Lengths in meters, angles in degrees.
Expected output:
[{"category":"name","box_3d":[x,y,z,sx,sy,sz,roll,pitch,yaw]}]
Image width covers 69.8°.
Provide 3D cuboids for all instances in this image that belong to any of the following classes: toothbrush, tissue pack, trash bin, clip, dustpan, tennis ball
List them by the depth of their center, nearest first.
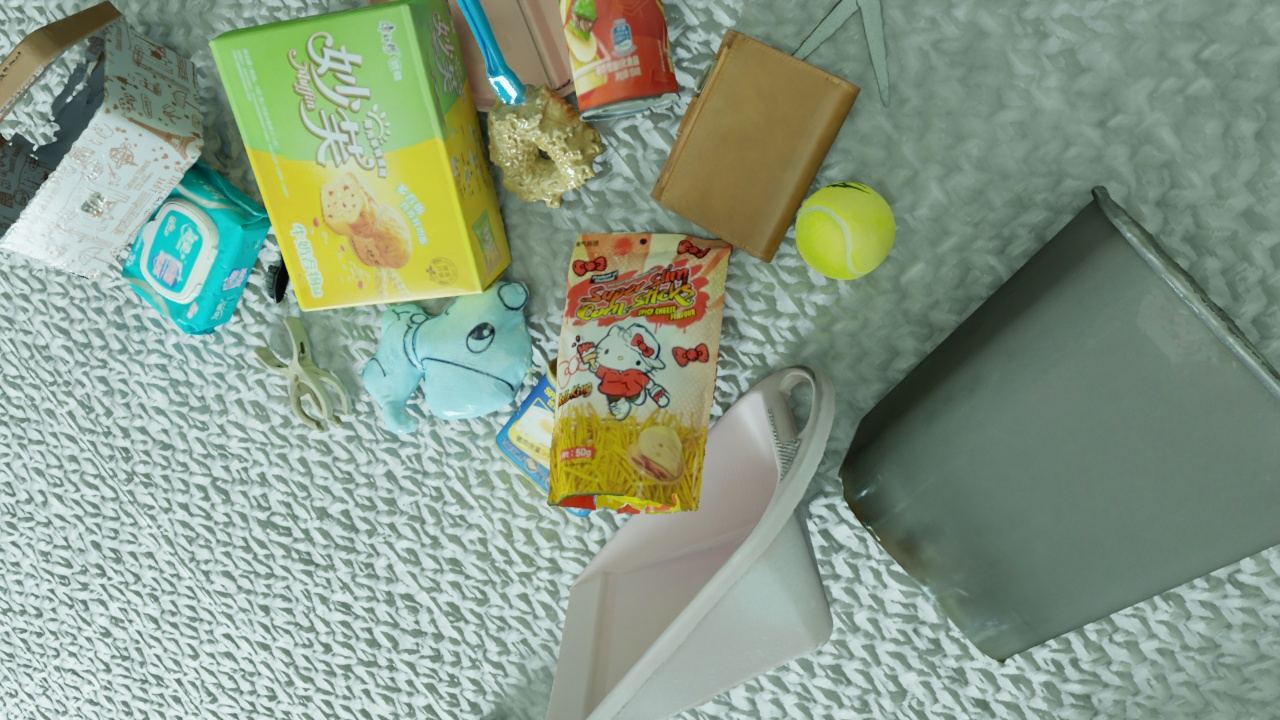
[{"category":"trash bin","box_3d":[0.259,0.045,0.553,0.198,0.198,0.220,46,117,3]},{"category":"tennis ball","box_3d":[0.137,-0.087,0.618,0.065,0.065,0.065,4,103,16]},{"category":"dustpan","box_3d":[0.023,0.118,0.627,0.273,0.222,0.139,-24,107,8]},{"category":"toothbrush","box_3d":[-0.298,-0.140,0.767,0.017,0.014,0.189,19,107,25]},{"category":"tissue pack","box_3d":[-0.377,-0.098,0.780,0.093,0.050,0.134,35,109,8]},{"category":"clip","box_3d":[-0.290,0.015,0.790,0.071,0.034,0.100,-38,85,22]}]

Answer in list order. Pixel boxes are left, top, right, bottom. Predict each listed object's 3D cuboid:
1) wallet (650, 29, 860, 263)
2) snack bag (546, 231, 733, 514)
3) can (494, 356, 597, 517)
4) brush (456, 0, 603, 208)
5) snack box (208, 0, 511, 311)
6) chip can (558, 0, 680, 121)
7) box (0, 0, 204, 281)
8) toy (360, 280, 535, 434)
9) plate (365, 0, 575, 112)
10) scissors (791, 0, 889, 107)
[{"category":"wallet","box_3d":[0.074,-0.149,0.637,0.108,0.031,0.132,31,106,18]},{"category":"snack bag","box_3d":[-0.004,0.004,0.650,0.129,0.073,0.207,0,70,17]},{"category":"can","box_3d":[-0.052,0.060,0.715,0.102,0.057,0.083,42,112,4]},{"category":"brush","box_3d":[-0.103,-0.214,0.621,0.083,0.045,0.255,-10,127,27]},{"category":"snack box","box_3d":[-0.200,-0.148,0.678,0.158,0.069,0.210,-4,115,15]},{"category":"chip can","box_3d":[-0.027,-0.270,0.595,0.073,0.073,0.216,-7,100,18]},{"category":"box","box_3d":[-0.459,-0.186,0.716,0.181,0.148,0.146,-39,55,21]},{"category":"toy","box_3d":[-0.150,-0.002,0.732,0.156,0.049,0.161,29,100,21]},{"category":"plate","box_3d":[-0.098,-0.297,0.663,0.230,0.028,0.229,4,102,17]},{"category":"scissors","box_3d":[0.155,-0.258,0.603,0.163,0.012,0.175,-19,98,21]}]
